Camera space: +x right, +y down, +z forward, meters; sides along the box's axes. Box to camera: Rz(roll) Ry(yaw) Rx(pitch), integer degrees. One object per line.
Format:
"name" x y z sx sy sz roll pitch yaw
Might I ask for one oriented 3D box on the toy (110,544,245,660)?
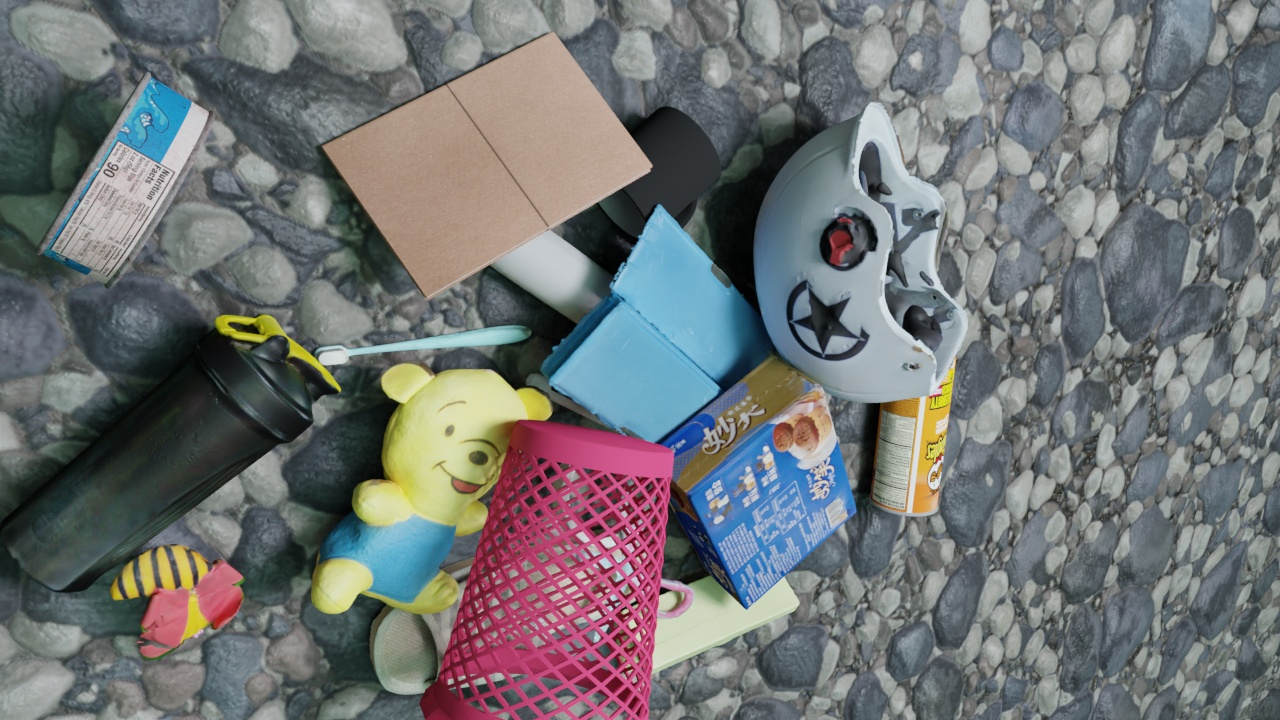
"toy" -0.335 0.174 0.670 0.084 0.046 0.103 -29 140 -18

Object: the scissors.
"scissors" 0.000 0.183 0.854 0.170 0.013 0.172 26 81 -39

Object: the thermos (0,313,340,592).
"thermos" -0.325 0.061 0.638 0.220 0.098 0.098 -41 119 -10

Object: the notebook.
"notebook" -0.114 -0.156 0.707 0.208 0.008 0.141 -33 84 -19

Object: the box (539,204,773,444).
"box" 0.035 -0.002 0.804 0.176 0.048 0.231 -55 136 -3

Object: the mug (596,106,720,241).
"mug" 0.015 -0.149 0.795 0.088 0.078 0.114 -44 147 -14

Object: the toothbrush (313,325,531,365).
"toothbrush" -0.173 -0.013 0.750 0.180 0.016 0.016 -8 105 -29

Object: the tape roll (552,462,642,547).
"tape roll" -0.039 0.124 0.844 0.093 0.018 0.093 6 80 -38

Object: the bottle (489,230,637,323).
"bottle" -0.088 -0.085 0.758 0.195 0.052 0.052 34 85 -32

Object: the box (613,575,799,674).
"box" 0.064 0.256 0.937 0.187 0.091 0.077 -14 78 -26

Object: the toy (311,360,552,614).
"toy" -0.172 0.098 0.736 0.149 0.084 0.214 30 84 -54

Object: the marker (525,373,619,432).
"marker" -0.048 0.041 0.835 0.133 0.017 0.020 29 68 -32

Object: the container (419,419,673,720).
"container" -0.057 0.169 0.717 0.183 0.183 0.225 11 90 -32

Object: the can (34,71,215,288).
"can" -0.319 -0.112 0.571 0.044 0.130 0.130 32 86 -32

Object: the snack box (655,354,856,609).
"snack box" 0.111 0.118 0.862 0.155 0.069 0.203 -38 135 -12

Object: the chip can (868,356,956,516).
"chip can" 0.300 0.056 1.006 0.075 0.075 0.215 -5 105 -29

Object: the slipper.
"slipper" -0.106 0.223 0.830 0.272 0.054 0.114 -16 104 -28

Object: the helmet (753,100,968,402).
"helmet" 0.188 -0.088 0.845 0.235 0.164 0.264 -33 108 -59
